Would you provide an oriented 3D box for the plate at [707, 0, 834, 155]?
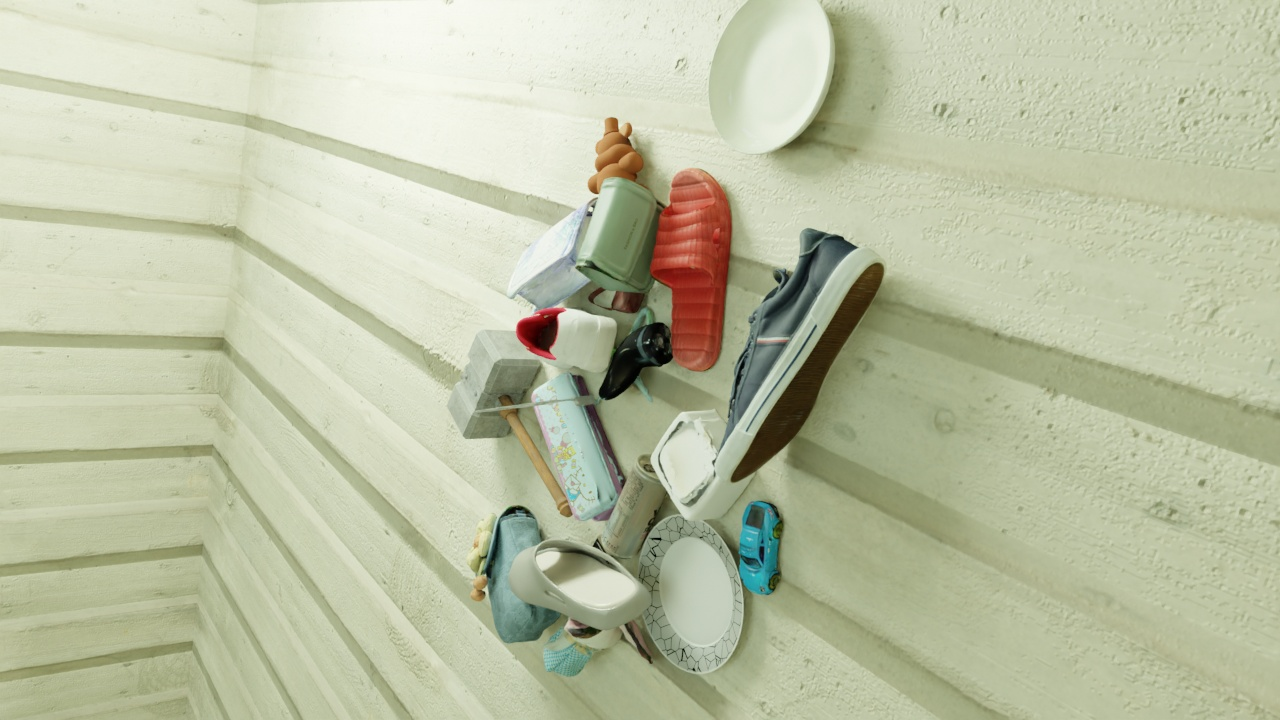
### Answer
[{"bbox_3d":[0.148,-0.317,1.013,0.183,0.034,0.182,-2,88,51],"label":"plate"}]

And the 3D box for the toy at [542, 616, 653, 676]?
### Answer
[{"bbox_3d":[-0.068,0.365,1.237,0.206,0.131,0.105,-45,24,50],"label":"toy"}]

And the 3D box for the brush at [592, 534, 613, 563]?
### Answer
[{"bbox_3d":[-0.049,0.256,1.257,0.039,0.012,0.151,53,126,38],"label":"brush"}]

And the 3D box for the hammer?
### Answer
[{"bbox_3d":[-0.173,0.112,1.357,0.317,0.082,0.163,53,127,37],"label":"hammer"}]

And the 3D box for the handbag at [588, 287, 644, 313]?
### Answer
[{"bbox_3d":[-0.038,-0.088,1.241,0.120,0.029,0.055,1,69,57],"label":"handbag"}]

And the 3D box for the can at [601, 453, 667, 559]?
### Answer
[{"bbox_3d":[-0.004,0.188,1.172,0.054,0.054,0.136,47,123,41],"label":"can"}]

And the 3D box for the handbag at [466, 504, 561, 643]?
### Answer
[{"bbox_3d":[-0.195,0.316,1.353,0.122,0.118,0.191,-51,47,37],"label":"handbag"}]

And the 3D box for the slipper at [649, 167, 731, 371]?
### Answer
[{"bbox_3d":[0.055,-0.111,1.105,0.104,0.059,0.248,-1,89,51],"label":"slipper"}]

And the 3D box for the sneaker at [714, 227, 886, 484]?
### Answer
[{"bbox_3d":[0.136,-0.008,0.969,0.127,0.120,0.295,38,115,30],"label":"sneaker"}]

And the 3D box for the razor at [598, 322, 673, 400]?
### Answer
[{"bbox_3d":[-0.007,0.007,1.175,0.063,0.052,0.141,37,131,-1],"label":"razor"}]

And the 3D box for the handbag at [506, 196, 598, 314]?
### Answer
[{"bbox_3d":[-0.109,-0.144,1.291,0.159,0.069,0.126,-30,35,43],"label":"handbag"}]

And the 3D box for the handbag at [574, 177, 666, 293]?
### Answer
[{"bbox_3d":[-0.020,-0.150,1.142,0.067,0.106,0.121,11,78,42],"label":"handbag"}]

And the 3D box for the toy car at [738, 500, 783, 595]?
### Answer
[{"bbox_3d":[0.131,0.210,1.024,0.048,0.032,0.105,8,97,50],"label":"toy car"}]

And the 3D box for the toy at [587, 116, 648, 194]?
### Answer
[{"bbox_3d":[-0.029,-0.261,1.221,0.095,0.065,0.127,-22,63,40],"label":"toy"}]

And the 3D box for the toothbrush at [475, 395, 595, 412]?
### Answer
[{"bbox_3d":[-0.136,0.062,1.220,0.010,0.181,0.010,-48,58,44],"label":"toothbrush"}]

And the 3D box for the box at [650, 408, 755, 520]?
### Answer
[{"bbox_3d":[0.060,0.122,1.069,0.107,0.091,0.103,56,130,33],"label":"box"}]

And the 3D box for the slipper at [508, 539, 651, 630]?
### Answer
[{"bbox_3d":[-0.091,0.270,1.187,0.266,0.112,0.081,6,120,56],"label":"slipper"}]

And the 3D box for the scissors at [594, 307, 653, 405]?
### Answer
[{"bbox_3d":[-0.028,-0.005,1.238,0.171,0.021,0.173,50,122,33],"label":"scissors"}]

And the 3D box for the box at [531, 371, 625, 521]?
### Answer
[{"bbox_3d":[-0.082,0.118,1.273,0.078,0.065,0.214,-40,58,28],"label":"box"}]

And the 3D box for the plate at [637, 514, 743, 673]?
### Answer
[{"bbox_3d":[0.062,0.282,1.117,0.189,0.016,0.188,-2,88,51],"label":"plate"}]

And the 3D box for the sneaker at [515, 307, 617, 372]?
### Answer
[{"bbox_3d":[-0.124,-0.036,1.251,0.237,0.104,0.090,15,91,65],"label":"sneaker"}]
